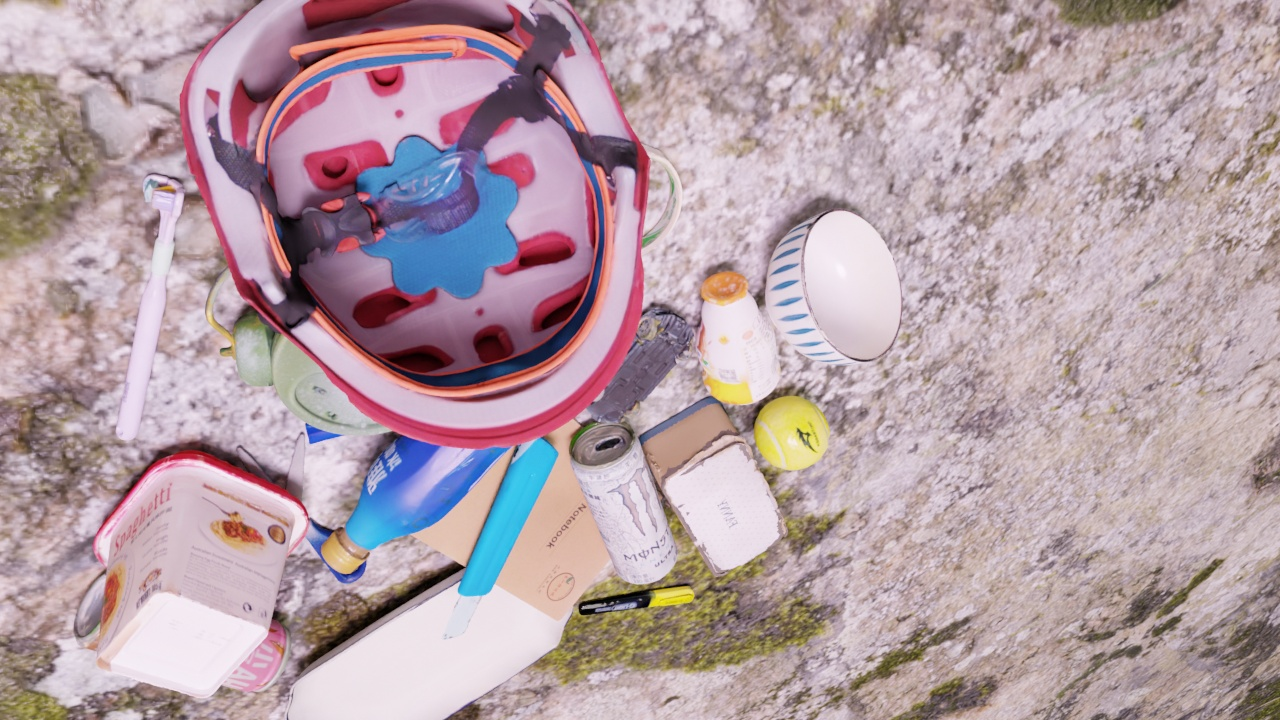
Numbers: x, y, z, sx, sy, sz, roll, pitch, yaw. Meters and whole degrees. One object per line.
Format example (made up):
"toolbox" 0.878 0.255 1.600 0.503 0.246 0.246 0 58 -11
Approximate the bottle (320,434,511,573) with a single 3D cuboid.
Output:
"bottle" -0.141 0.069 0.648 0.219 0.065 0.065 -44 132 7

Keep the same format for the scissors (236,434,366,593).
"scissors" -0.270 0.129 0.699 0.161 0.012 0.163 -39 131 7

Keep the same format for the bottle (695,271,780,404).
"bottle" 0.073 -0.017 0.709 0.063 0.063 0.108 -23 133 -7

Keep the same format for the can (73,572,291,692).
"can" -0.342 0.207 0.695 0.058 0.058 0.147 -42 133 10

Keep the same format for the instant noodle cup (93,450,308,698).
"instant noodle cup" -0.296 0.144 0.613 0.116 0.124 0.116 35 108 -33

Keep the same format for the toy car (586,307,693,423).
"toy car" -0.004 0.004 0.711 0.049 0.031 0.106 29 109 -38

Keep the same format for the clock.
"clock" -0.192 -0.018 0.587 0.161 0.056 0.116 25 112 -38

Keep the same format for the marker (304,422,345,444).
"marker" -0.168 0.037 0.669 0.145 0.017 0.017 -13 131 -17

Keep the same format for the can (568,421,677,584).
"can" -0.013 0.120 0.764 0.058 0.058 0.147 -23 126 -7

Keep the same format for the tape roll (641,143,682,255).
"tape roll" -0.013 -0.107 0.629 0.085 0.014 0.086 -13 131 -16

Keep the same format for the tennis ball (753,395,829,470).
"tennis ball" 0.132 0.063 0.802 0.065 0.065 0.066 -13 131 -16

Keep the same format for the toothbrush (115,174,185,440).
"toothbrush" -0.300 -0.023 0.555 0.021 0.029 0.190 -31 152 -57

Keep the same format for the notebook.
"notebook" -0.080 0.123 0.760 0.147 0.008 0.207 -49 133 -6

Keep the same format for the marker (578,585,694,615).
"marker" -0.003 0.241 0.917 0.124 0.015 0.018 -2 124 -22

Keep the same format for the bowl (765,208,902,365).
"bowl" 0.138 -0.051 0.698 0.116 0.116 0.066 18 160 -36

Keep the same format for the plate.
"plate" -0.190 0.263 0.830 0.266 0.034 0.162 -33 133 2

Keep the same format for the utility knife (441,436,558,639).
"utility knife" -0.114 0.142 0.725 0.034 0.018 0.188 21 99 -31

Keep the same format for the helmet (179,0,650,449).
"helmet" -0.107 -0.080 0.493 0.206 0.144 0.240 -23 104 -10

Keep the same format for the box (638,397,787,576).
"box" 0.065 0.113 0.816 0.090 0.061 0.184 -29 131 -3
